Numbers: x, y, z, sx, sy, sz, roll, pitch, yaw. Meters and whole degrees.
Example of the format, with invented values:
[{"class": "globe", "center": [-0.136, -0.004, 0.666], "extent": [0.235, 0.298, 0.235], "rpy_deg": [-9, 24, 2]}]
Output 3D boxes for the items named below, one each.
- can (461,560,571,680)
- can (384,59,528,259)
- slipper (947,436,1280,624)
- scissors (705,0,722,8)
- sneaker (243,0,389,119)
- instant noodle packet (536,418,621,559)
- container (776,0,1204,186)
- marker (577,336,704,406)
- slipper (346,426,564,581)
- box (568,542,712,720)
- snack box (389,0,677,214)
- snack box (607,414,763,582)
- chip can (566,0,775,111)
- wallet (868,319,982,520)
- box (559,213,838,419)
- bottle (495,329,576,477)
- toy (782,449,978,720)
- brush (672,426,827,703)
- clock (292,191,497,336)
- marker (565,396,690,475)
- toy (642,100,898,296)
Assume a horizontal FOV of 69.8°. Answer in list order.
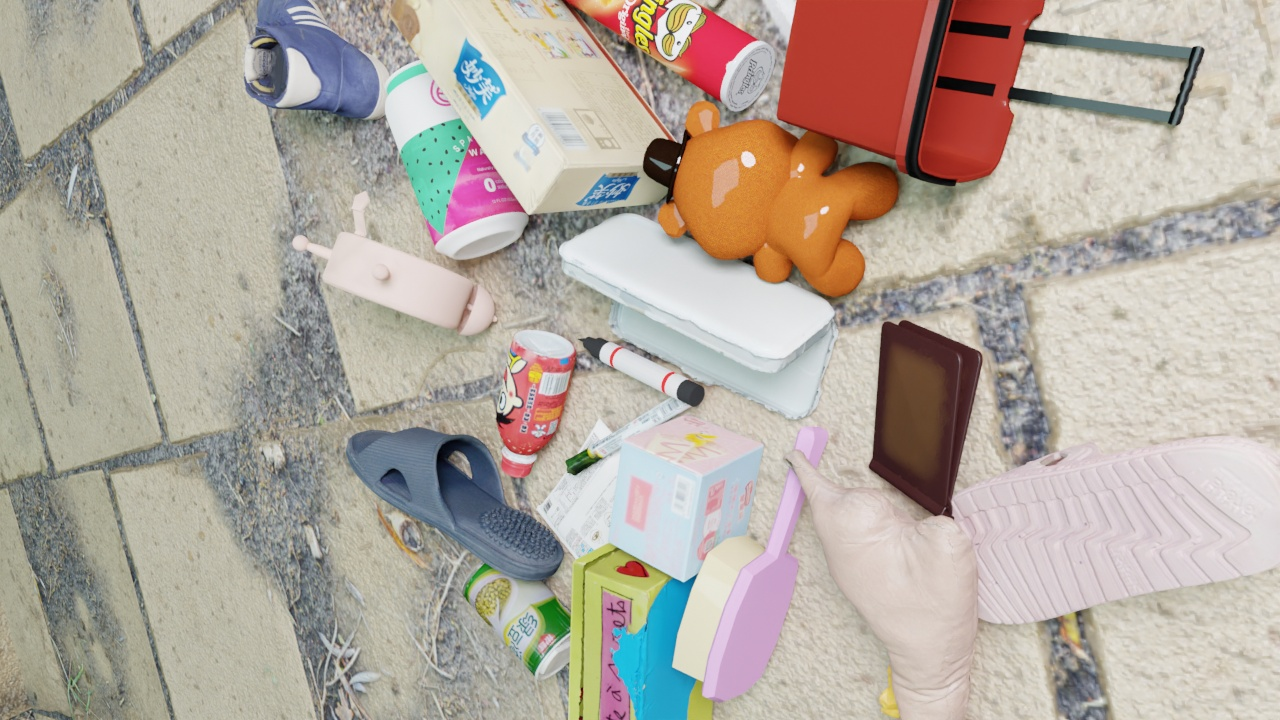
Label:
[{"class": "can", "center": [-0.113, 0.248, 0.902], "extent": [0.121, 0.067, 0.067], "rpy_deg": [40, 122, 25]}, {"class": "can", "center": [-0.167, -0.180, 0.829], "extent": [0.088, 0.088, 0.166], "rpy_deg": [-24, 85, 39]}, {"class": "slipper", "center": [0.279, 0.097, 0.558], "extent": [0.240, 0.064, 0.094], "rpy_deg": [-36, 79, 55]}, {"class": "scissors", "center": [0.084, -0.340, 0.641], "extent": [0.197, 0.015, 0.179], "rpy_deg": [20, 111, 33]}, {"class": "sneaker", "center": [-0.373, -0.317, 0.939], "extent": [0.233, 0.118, 0.092], "rpy_deg": [41, 122, 23]}, {"class": "instant noodle packet", "center": [-0.042, 0.129, 0.844], "extent": [0.087, 0.026, 0.135], "rpy_deg": [48, 125, 19]}, {"class": "container", "center": [0.194, -0.176, 0.531], "extent": [0.201, 0.126, 0.148], "rpy_deg": [25, 115, 39]}, {"class": "marker", "center": [-0.004, 0.005, 0.780], "extent": [0.146, 0.019, 0.019], "rpy_deg": [26, 116, 41]}, {"class": "slipper", "center": [-0.177, 0.117, 0.910], "extent": [0.264, 0.101, 0.083], "rpy_deg": [29, 110, 23]}, {"class": "box", "center": [0.004, 0.259, 0.779], "extent": [0.083, 0.124, 0.221], "rpy_deg": [10, 108, 34]}, {"class": "snack box", "center": [-0.075, -0.209, 0.707], "extent": [0.055, 0.153, 0.207], "rpy_deg": [-46, 72, 36]}, {"class": "snack box", "center": [0.036, 0.106, 0.733], "extent": [0.079, 0.094, 0.093], "rpy_deg": [21, 113, 34]}, {"class": "chip can", "center": [0.004, -0.265, 0.698], "extent": [0.215, 0.051, 0.052], "rpy_deg": [41, 122, 24]}, {"class": "wallet", "center": [0.189, 0.039, 0.620], "extent": [0.091, 0.018, 0.116], "rpy_deg": [-139, 48, -64]}, {"class": "box", "center": [0.036, -0.032, 0.694], "extent": [0.211, 0.105, 0.130], "rpy_deg": [24, 118, 32]}, {"class": "bottle", "center": [-0.102, 0.044, 0.849], "extent": [0.062, 0.061, 0.138], "rpy_deg": [30, 116, 29]}, {"class": "toy", "center": [0.179, 0.202, 0.656], "extent": [0.196, 0.065, 0.265], "rpy_deg": [31, 137, 47]}, {"class": "brush", "center": [0.090, 0.154, 0.716], "extent": [0.043, 0.089, 0.229], "rpy_deg": [24, 102, 38]}, {"class": "clock", "center": [-0.220, -0.083, 0.860], "extent": [0.131, 0.160, 0.086], "rpy_deg": [20, 81, 34]}, {"class": "marker", "center": [-0.007, 0.061, 0.788], "extent": [0.147, 0.017, 0.017], "rpy_deg": [-32, 80, 26]}, {"class": "toy", "center": [0.084, -0.115, 0.645], "extent": [0.176, 0.096, 0.112], "rpy_deg": [21, 116, 3]}]
